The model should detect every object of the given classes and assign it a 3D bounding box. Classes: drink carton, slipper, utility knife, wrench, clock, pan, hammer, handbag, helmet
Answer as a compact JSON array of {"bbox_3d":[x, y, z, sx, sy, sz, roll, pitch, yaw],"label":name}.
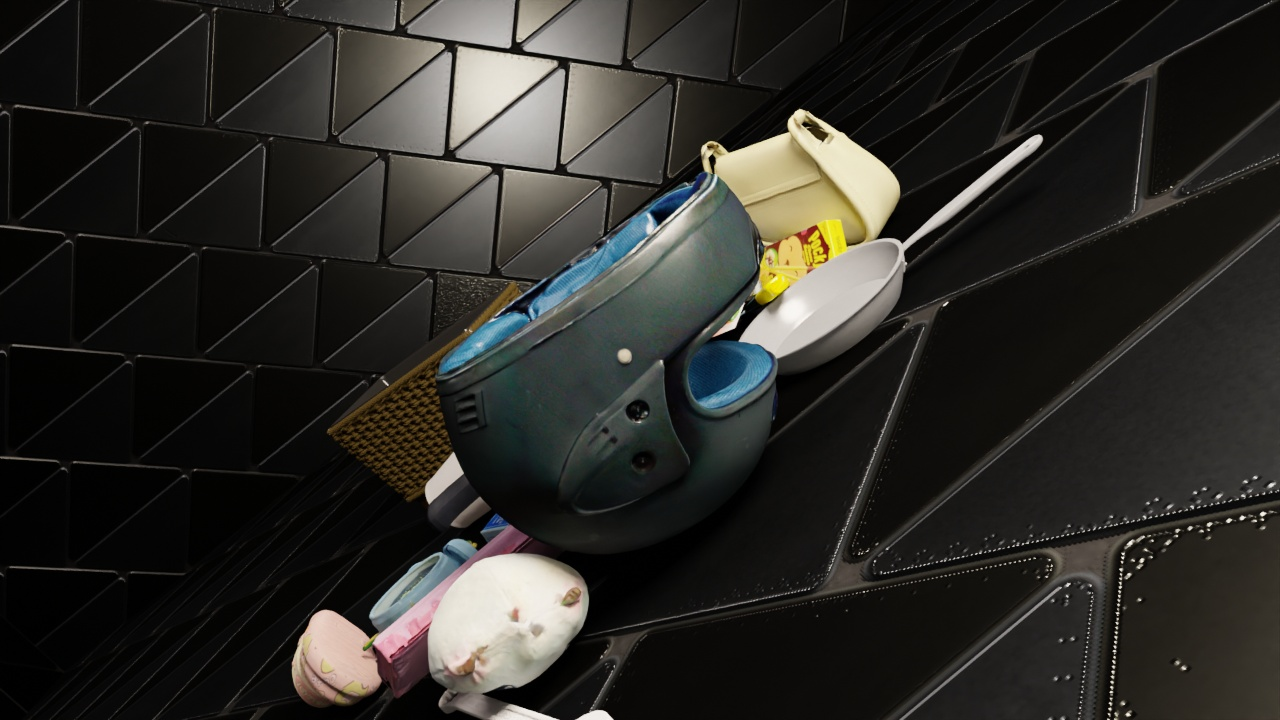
[{"bbox_3d":[0.106,-0.061,1.150,0.069,0.039,0.122,-68,13,-13],"label":"drink carton"},{"bbox_3d":[-0.343,0.332,1.001,0.081,0.093,0.197,-53,16,-11],"label":"slipper"},{"bbox_3d":[0.142,-0.072,1.097,0.028,0.020,0.213,-39,-2,-7],"label":"utility knife"},{"bbox_3d":[-0.098,0.274,0.705,0.047,0.009,0.274,-47,16,-31],"label":"wrench"},{"bbox_3d":[-0.230,0.256,1.005,0.118,0.060,0.161,-34,10,25],"label":"clock"},{"bbox_3d":[0.246,-0.096,0.915,0.357,0.051,0.200,-34,14,19],"label":"pan"},{"bbox_3d":[-0.126,0.088,1.051,0.313,0.035,0.139,-42,26,7],"label":"hammer"},{"bbox_3d":[0.195,-0.218,1.140,0.088,0.191,0.233,-48,24,-25],"label":"handbag"},{"bbox_3d":[-0.001,0.025,0.778,0.316,0.236,0.249,-36,14,4],"label":"helmet"}]

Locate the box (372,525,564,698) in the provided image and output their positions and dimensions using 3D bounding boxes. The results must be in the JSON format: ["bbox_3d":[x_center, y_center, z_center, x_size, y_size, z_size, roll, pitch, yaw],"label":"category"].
[{"bbox_3d":[-0.144,0.208,0.848,0.232,0.037,0.098,-37,-23,-35],"label":"box"}]

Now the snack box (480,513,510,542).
[{"bbox_3d":[-0.087,0.132,1.037,0.060,0.059,0.225,-21,23,44],"label":"snack box"}]

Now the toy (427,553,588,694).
[{"bbox_3d":[-0.114,0.219,0.765,0.138,0.101,0.180,-30,-11,-19],"label":"toy"}]

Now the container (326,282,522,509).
[{"bbox_3d":[-0.264,0.071,1.372,0.322,0.205,0.176,-31,15,28],"label":"container"}]

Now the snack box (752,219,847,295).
[{"bbox_3d":[0.189,-0.121,1.119,0.025,0.061,0.149,-8,-7,-35],"label":"snack box"}]

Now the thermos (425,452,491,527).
[{"bbox_3d":[-0.179,0.122,1.196,0.222,0.131,0.131,-42,12,20],"label":"thermos"}]

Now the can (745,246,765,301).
[{"bbox_3d":[0.150,-0.145,1.265,0.079,0.079,0.145,-30,16,33],"label":"can"}]
